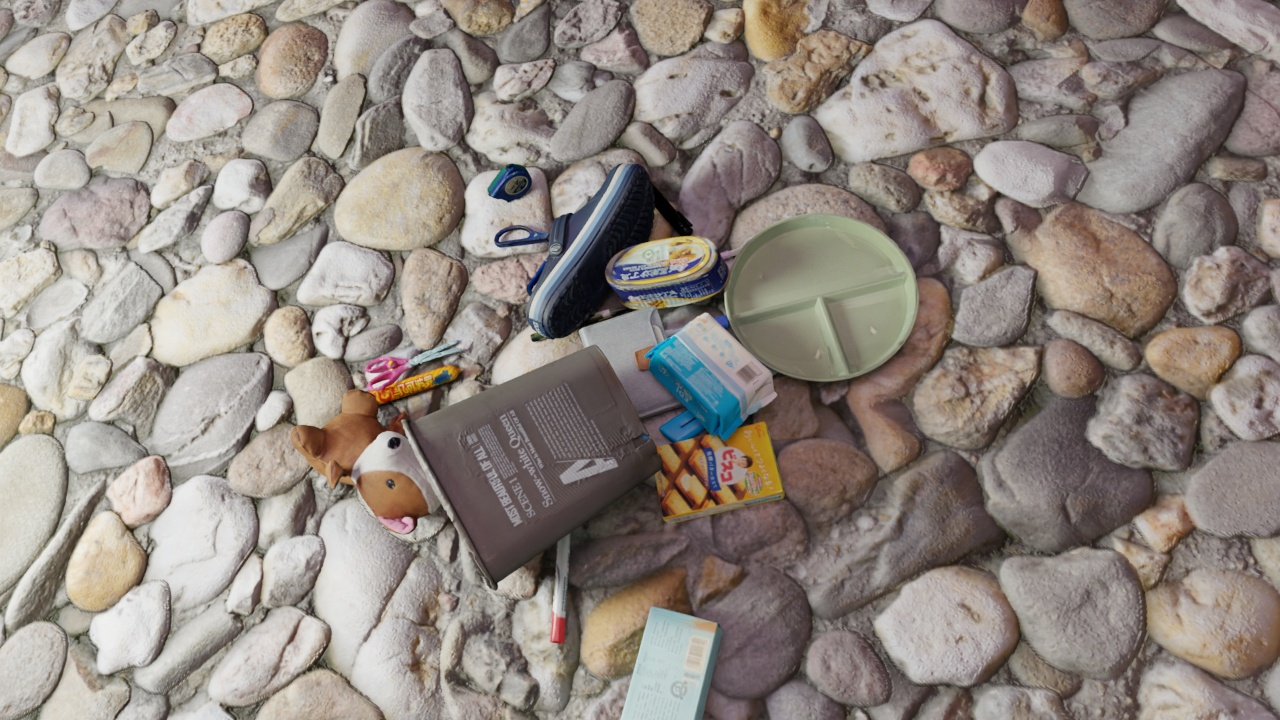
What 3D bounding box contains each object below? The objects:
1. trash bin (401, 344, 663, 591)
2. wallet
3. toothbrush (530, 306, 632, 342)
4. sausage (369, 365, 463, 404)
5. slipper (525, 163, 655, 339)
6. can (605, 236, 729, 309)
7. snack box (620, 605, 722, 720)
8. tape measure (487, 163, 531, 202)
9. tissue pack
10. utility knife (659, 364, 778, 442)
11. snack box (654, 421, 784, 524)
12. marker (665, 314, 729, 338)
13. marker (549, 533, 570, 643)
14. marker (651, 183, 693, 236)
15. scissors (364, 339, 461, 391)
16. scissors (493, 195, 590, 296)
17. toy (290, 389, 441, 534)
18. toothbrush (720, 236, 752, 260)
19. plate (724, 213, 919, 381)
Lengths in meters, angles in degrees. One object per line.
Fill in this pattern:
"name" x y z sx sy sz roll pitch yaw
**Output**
"trash bin" -0.113 0.105 0.989 0.219 0.199 0.199 -28 88 -12
"wallet" -0.007 0.007 1.112 0.106 0.037 0.129 -19 77 2
"toothbrush" -0.054 -0.059 1.179 0.186 0.012 0.017 -18 57 4
"sausage" -0.306 0.036 1.184 0.165 0.021 0.021 -19 63 4
"slipper" -0.071 -0.141 1.173 0.095 0.105 0.252 24 75 26
"can" 0.032 -0.108 1.129 0.148 0.049 0.074 -7 59 21
"snack box" 0.028 0.350 0.950 0.074 0.052 0.174 10 67 18
"tape measure" -0.179 -0.247 1.269 0.058 0.054 0.025 -45 63 26
"tissue pack" 0.080 0.018 1.060 0.089 0.063 0.140 -37 68 -21
"utility knife" 0.107 0.042 1.094 0.185 0.018 0.034 -34 63 -6
"snack box" 0.087 0.129 1.051 0.140 0.034 0.086 -13 64 4
"marker" 0.038 -0.032 1.143 0.146 0.017 0.016 -14 64 6
"marker" -0.090 0.246 1.043 0.017 0.017 0.145 -3 65 11
"marker" 0.026 -0.213 1.227 0.020 0.022 0.132 -16 56 -37
"scissors" -0.294 0.007 1.188 0.137 0.017 0.076 -14 38 3
"scissors" -0.120 -0.158 1.239 0.162 0.012 0.175 14 67 17
"toy" -0.308 0.120 1.099 0.199 0.131 0.139 36 52 17
"toothbrush" 0.061 -0.118 1.178 0.189 0.029 0.020 -17 21 5
"plate" 0.217 -0.076 1.111 0.230 0.027 0.229 -2 65 5
